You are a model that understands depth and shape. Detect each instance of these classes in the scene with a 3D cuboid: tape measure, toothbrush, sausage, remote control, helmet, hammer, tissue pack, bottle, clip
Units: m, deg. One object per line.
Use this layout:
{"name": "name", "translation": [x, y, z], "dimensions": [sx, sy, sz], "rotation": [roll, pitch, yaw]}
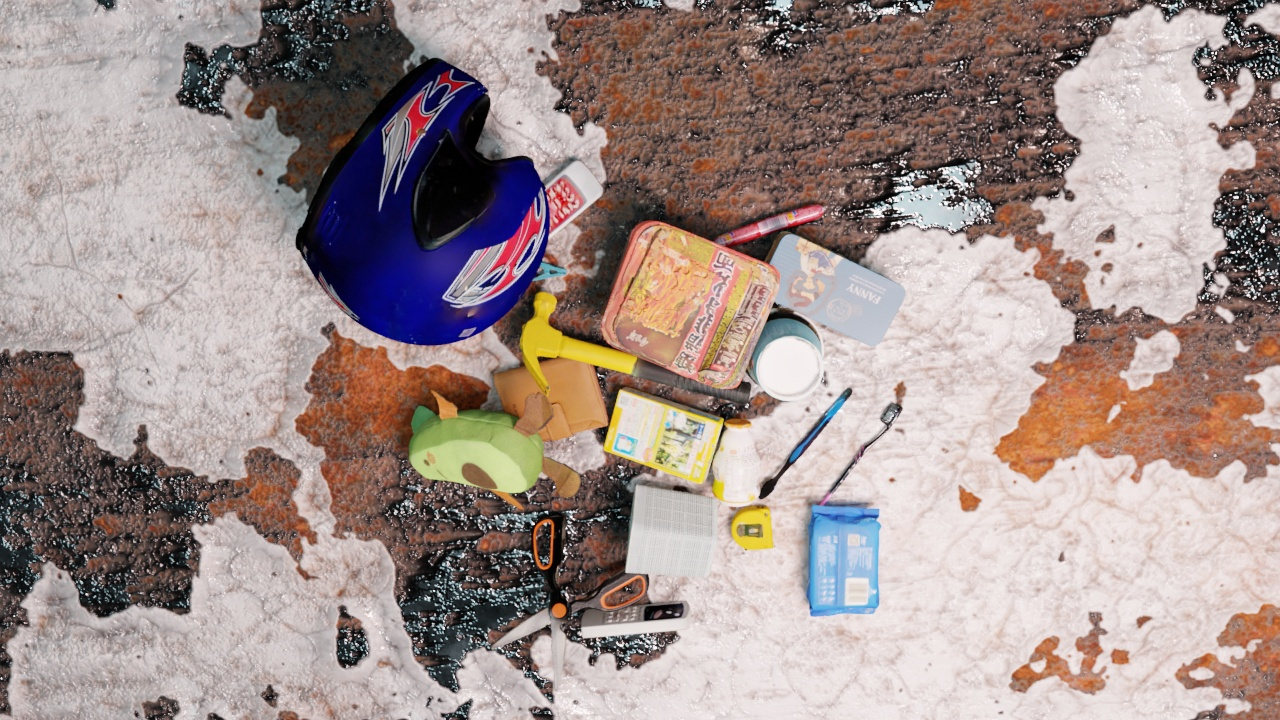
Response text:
{"name": "tape measure", "translation": [0.150, 0.225, 1.224], "dimensions": [0.057, 0.029, 0.060], "rotation": [-5, 101, 6]}
{"name": "toothbrush", "translation": [0.216, 0.110, 1.206], "dimensions": [0.014, 0.016, 0.190], "rotation": [39, 99, 5]}
{"name": "sausage", "translation": [0.159, -0.168, 1.148], "dimensions": [0.156, 0.020, 0.020], "rotation": [-17, 100, 7]}
{"name": "remote control", "translation": [-0.112, -0.192, 1.161], "dimensions": [0.136, 0.020, 0.056], "rotation": [-38, 96, 10]}
{"name": "helmet", "translation": [-0.222, -0.165, 1.058], "dimensions": [0.240, 0.248, 0.314], "rotation": [33, 69, -10]}
{"name": "hammer", "translation": [-0.007, 0.007, 1.168], "dimensions": [0.300, 0.033, 0.128], "rotation": [14, 68, -4]}
{"name": "tissue pack", "translation": [0.267, 0.264, 1.212], "dimensions": [0.095, 0.052, 0.157], "rotation": [-1, 102, 2]}
{"name": "remote control", "translation": [-0.006, 0.350, 1.245], "dimensions": [0.150, 0.058, 0.021], "rotation": [-7, 100, 5]}
{"name": "bottle", "translation": [0.125, 0.131, 1.189], "dimensions": [0.063, 0.063, 0.108], "rotation": [1, 101, 4]}
{"name": "clip", "translation": [-0.122, -0.115, 1.181], "dimensions": [0.054, 0.013, 0.034], "rotation": [1, 103, 3]}
{"name": "toothbrush", "translation": [0.280, 0.132, 1.204], "dimensions": [0.018, 0.014, 0.189], "rotation": [37, 102, 6]}

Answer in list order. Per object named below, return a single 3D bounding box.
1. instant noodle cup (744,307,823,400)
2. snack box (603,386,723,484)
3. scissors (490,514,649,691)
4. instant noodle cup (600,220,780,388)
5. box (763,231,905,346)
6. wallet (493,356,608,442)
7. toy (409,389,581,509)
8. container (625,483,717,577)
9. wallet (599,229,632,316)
{"name": "instant noodle cup", "translation": [0.177, -0.003, 1.128], "dimensions": [0.111, 0.120, 0.111], "rotation": [1, 101, 4]}
{"name": "snack box", "translation": [0.029, 0.096, 1.190], "dimensions": [0.140, 0.033, 0.087], "rotation": [18, 103, 15]}
{"name": "scissors", "translation": [-0.096, 0.315, 1.222], "dimensions": [0.221, 0.022, 0.234], "rotation": [-9, 76, -5]}
{"name": "instant noodle cup", "translation": [0.058, -0.070, 1.113], "dimensions": [0.189, 0.079, 0.165], "rotation": [22, 104, 1]}
{"name": "box", "translation": [0.238, -0.087, 1.138], "dimensions": [0.184, 0.061, 0.090], "rotation": [23, 103, 1]}
{"name": "wallet", "translation": [-0.117, 0.051, 1.207], "dimensions": [0.132, 0.031, 0.108], "rotation": [-14, 99, 8]}
{"name": "toy", "translation": [-0.199, 0.116, 1.172], "dimensions": [0.247, 0.089, 0.227], "rotation": [-5, 126, 30]}
{"name": "container", "translation": [0.041, 0.223, 1.191], "dimensions": [0.111, 0.090, 0.090], "rotation": [6, 128, 0]}
{"name": "wallet", "translation": [0.014, -0.094, 1.168], "dimensions": [0.101, 0.032, 0.125], "rotation": [21, 103, -3]}
